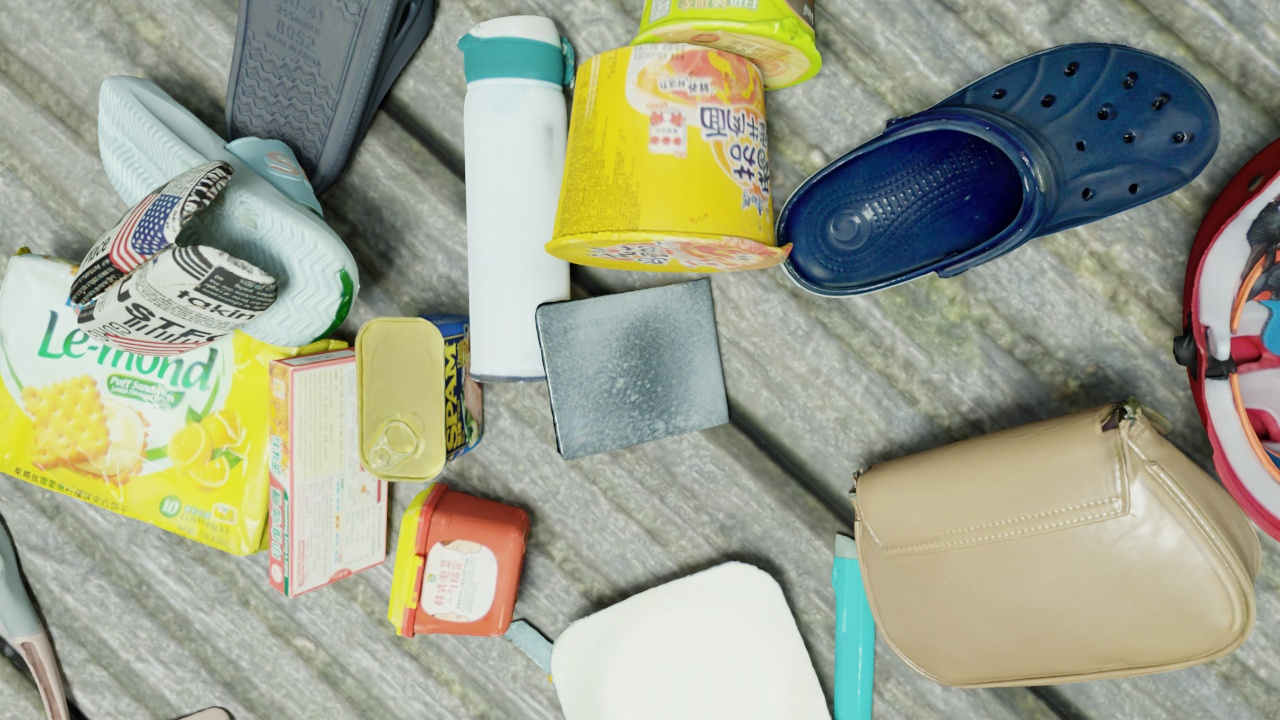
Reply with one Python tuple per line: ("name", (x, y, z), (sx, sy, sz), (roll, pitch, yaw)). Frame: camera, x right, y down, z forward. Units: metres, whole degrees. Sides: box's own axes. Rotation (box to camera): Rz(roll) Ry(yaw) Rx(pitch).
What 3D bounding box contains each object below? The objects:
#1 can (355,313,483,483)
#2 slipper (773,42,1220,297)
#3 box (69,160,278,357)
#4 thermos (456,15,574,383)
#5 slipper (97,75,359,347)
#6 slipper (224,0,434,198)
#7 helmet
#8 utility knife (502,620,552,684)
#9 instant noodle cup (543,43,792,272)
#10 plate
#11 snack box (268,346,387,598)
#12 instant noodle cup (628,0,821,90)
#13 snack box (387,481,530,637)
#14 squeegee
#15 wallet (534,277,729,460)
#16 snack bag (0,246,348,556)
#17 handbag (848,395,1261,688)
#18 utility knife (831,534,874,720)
("can", (-0.139, 0.020, 0.595), (0.057, 0.083, 0.102), (1, 97, 9))
("slipper", (0.195, -0.109, 0.524), (0.253, 0.095, 0.105), (-20, 96, 14))
("box", (-0.273, -0.058, 0.534), (0.163, 0.075, 0.086), (-15, 65, 40))
("thermos", (-0.075, -0.100, 0.582), (0.073, 0.073, 0.224), (1, 96, 9))
("slipper", (-0.260, -0.100, 0.586), (0.245, 0.074, 0.104), (39, 128, 19))
("slipper", (-0.190, -0.229, 0.583), (0.111, 0.083, 0.269), (32, 119, 6))
("helmet", (0.389, -0.024, 0.480), (0.207, 0.143, 0.240), (7, 115, 14))
("utility knife", (-0.020, 0.248, 0.638), (0.202, 0.015, 0.033), (39, 98, 3))
("instant noodle cup", (0.016, -0.113, 0.536), (0.138, 0.138, 0.110), (3, 88, 9))
("plate", (0.035, 0.225, 0.608), (0.164, 0.034, 0.163), (-21, 90, 1))
("snack box", (-0.204, 0.071, 0.605), (0.027, 0.076, 0.156), (15, 107, 34))
("instant noodle cup", (0.052, -0.232, 0.529), (0.112, 0.111, 0.123), (4, 90, 8))
("snack box", (-0.118, 0.136, 0.610), (0.080, 0.082, 0.091), (10, 99, -2))
("squeegee", (-0.464, 0.214, 0.693), (0.247, 0.040, 0.249), (-22, 87, -5))
("wallet", (-0.003, 0.003, 0.578), (0.120, 0.019, 0.097), (-11, 95, -23))
("snack bag", (-0.333, 0.027, 0.635), (0.246, 0.068, 0.158), (17, 100, 7))
("handbag", (0.225, 0.105, 0.523), (0.205, 0.099, 0.148), (-22, 99, 39))
("utility knife", (0.140, 0.204, 0.608), (0.029, 0.013, 0.182), (1, 96, 12))
